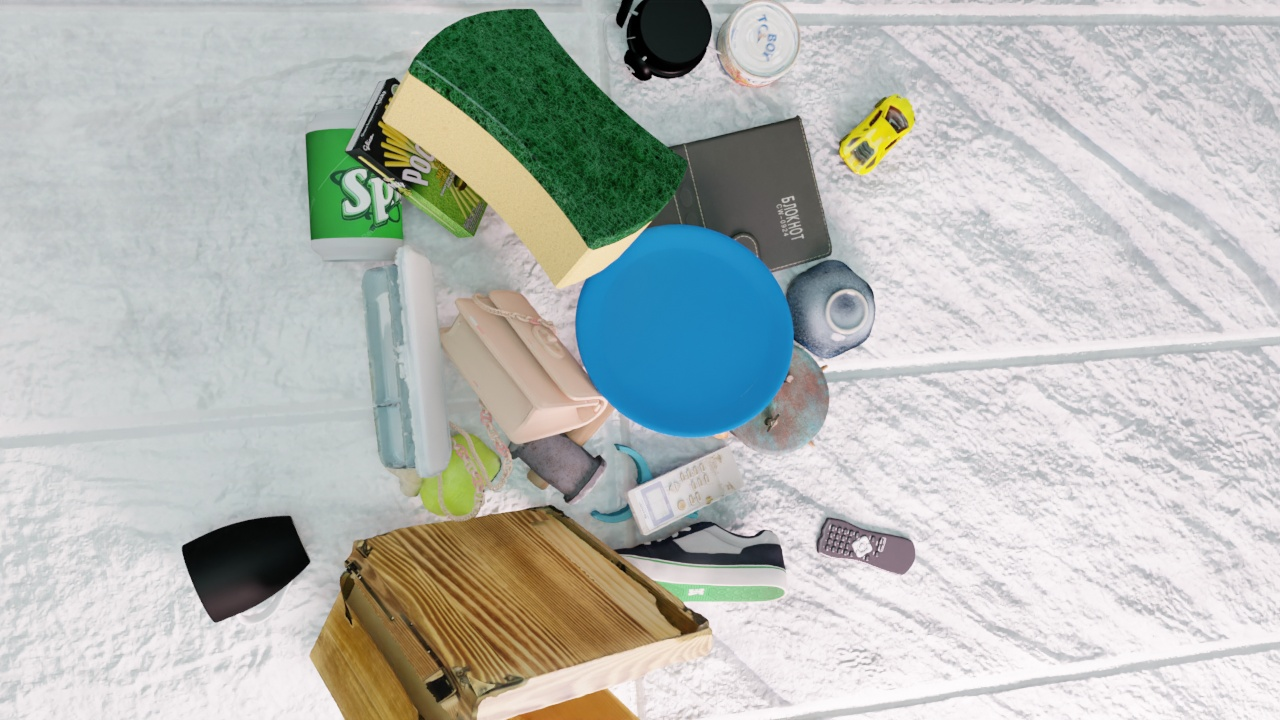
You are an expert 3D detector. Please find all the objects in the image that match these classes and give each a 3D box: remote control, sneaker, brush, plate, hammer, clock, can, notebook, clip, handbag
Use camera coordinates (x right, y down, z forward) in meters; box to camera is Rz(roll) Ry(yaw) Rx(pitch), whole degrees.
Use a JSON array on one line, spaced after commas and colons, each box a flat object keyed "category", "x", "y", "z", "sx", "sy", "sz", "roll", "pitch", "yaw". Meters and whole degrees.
[{"category": "remote control", "x": 0.050, "y": 0.141, "z": 1.001, "sx": 0.135, "sy": 0.011, "sz": 0.050, "roll": -21, "pitch": 89, "yaw": -25}, {"category": "sneaker", "x": 0.040, "y": 0.215, "z": 1.002, "sx": 0.235, "sy": 0.084, "sz": 0.079, "roll": 2, "pitch": 58, "yaw": -4}, {"category": "brush", "x": -0.091, "y": -0.206, "z": 0.866, "sx": 0.250, "sy": 0.075, "sz": 0.194, "roll": 44, "pitch": 41, "yaw": -4}, {"category": "plate", "x": 0.044, "y": -0.030, "z": 0.932, "sx": 0.224, "sy": 0.024, "sz": 0.224, "roll": 3, "pitch": 74, "yaw": -9}, {"category": "hammer", "x": -0.006, "y": 0.006, "z": 0.975, "sx": 0.098, "sy": 0.052, "sz": 0.328, "roll": 41, "pitch": 88, "yaw": -12}, {"category": "clock", "x": 0.126, "y": 0.038, "z": 1.000, "sx": 0.157, "sy": 0.073, "sz": 0.121, "roll": 9, "pitch": 92, "yaw": -11}, {"category": "can", "x": -0.278, "y": -0.168, "z": 0.896, "sx": 0.087, "sy": 0.088, "sz": 0.140, "roll": -2, "pitch": 94, "yaw": -11}, {"category": "clock", "x": 0.020, "y": -0.344, "z": 0.966, "sx": 0.120, "sy": 0.042, "sz": 0.091, "roll": -12, "pitch": 96, "yaw": -10}, {"category": "notebook", "x": 0.097, "y": -0.163, "z": 1.004, "sx": 0.209, "sy": 0.029, "sz": 0.169, "roll": -16, "pitch": 97, "yaw": -8}, {"category": "can", "x": 0.127, "y": -0.341, "z": 0.988, "sx": 0.086, "sy": 0.043, "sz": 0.086, "roll": -1, "pitch": 96, "yaw": -10}, {"category": "clip", "x": -0.002, "y": 0.134, "z": 1.007, "sx": 0.121, "sy": 0.033, "sz": 0.119, "roll": -14, "pitch": 93, "yaw": -10}, {"category": "remote control", "x": 0.266, "y": 0.219, "z": 1.073, "sx": 0.124, "sy": 0.009, "sz": 0.046, "roll": 17, "pitch": 91, "yaw": -12}, {"category": "handbag", "x": -0.152, "y": 0.032, "z": 0.936, "sx": 0.198, "sy": 0.116, "sz": 0.188, "roll": 50, "pitch": 119, "yaw": 20}]

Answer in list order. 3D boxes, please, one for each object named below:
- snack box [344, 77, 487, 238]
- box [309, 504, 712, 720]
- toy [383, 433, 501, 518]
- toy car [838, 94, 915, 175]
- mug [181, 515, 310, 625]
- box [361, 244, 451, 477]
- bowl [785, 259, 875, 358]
[{"category": "snack box", "x": -0.206, "y": -0.193, "z": 0.890, "sx": 0.147, "sy": 0.025, "sz": 0.080, "roll": 38, "pitch": 64, "yaw": -44}, {"category": "box", "x": -0.128, "y": 0.255, "z": 0.822, "sx": 0.258, "sy": 0.279, "sz": 0.220, "roll": 24, "pitch": 91, "yaw": -38}, {"category": "toy", "x": -0.208, "y": 0.112, "z": 0.953, "sx": 0.115, "sy": 0.046, "sz": 0.092, "roll": 25, "pitch": 88, "yaw": -5}, {"category": "toy car", "x": 0.267, "y": -0.255, "z": 1.030, "sx": 0.049, "sy": 0.030, "sz": 0.107, "roll": 44, "pitch": 84, "yaw": -10}, {"category": "mug", "x": -0.382, "y": 0.212, "z": 0.914, "sx": 0.100, "sy": 0.085, "sz": 0.119, "roll": -23, "pitch": 129, "yaw": -21}, {"category": "box", "x": -0.214, "y": 0.004, "z": 0.864, "sx": 0.084, "sy": 0.186, "sz": 0.210, "roll": -6, "pitch": 88, "yaw": -31}, {"category": "bowl", "x": 0.219, "y": -0.056, "z": 1.021, "sx": 0.110, "sy": 0.055, "sz": 0.110, "roll": -1, "pitch": 95, "yaw": -11}]
